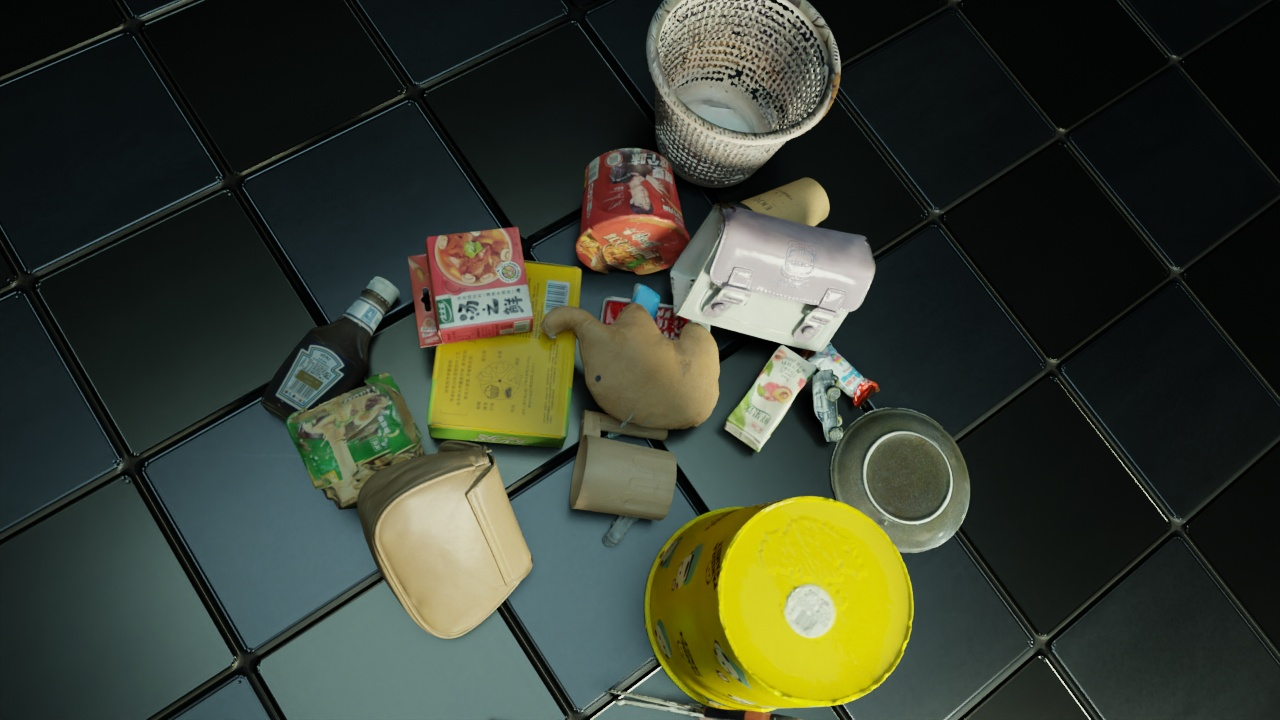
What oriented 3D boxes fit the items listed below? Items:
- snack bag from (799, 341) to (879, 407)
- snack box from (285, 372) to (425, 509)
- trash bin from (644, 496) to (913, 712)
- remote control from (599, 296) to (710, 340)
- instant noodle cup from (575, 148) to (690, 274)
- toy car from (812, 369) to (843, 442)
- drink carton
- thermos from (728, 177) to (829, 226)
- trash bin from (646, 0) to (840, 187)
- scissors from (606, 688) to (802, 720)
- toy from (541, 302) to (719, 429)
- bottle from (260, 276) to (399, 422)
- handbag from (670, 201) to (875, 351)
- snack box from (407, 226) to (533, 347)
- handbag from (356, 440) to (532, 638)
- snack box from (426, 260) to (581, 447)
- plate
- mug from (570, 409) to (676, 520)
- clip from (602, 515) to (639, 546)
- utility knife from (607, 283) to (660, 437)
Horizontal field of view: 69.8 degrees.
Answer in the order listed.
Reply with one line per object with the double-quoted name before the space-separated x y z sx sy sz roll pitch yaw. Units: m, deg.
"snack bag" 0.248 0.013 1.139 0.105 0.026 0.045 43 75 7
"snack box" -0.297 0.098 0.988 0.118 0.106 0.117 -25 77 -16
"trash bin" 0.138 0.247 0.932 0.229 0.256 0.229 3 73 -9
"remote control" 0.018 -0.044 1.124 0.136 0.020 0.055 8 72 -6
"instant noodle cup" -0.011 -0.182 1.106 0.138 0.138 0.108 0 67 -9
"toy car" 0.225 0.055 1.099 0.034 0.042 0.091 -7 113 10
"drink carton" 0.155 0.046 1.104 0.053 0.046 0.122 34 69 12
"thermos" 0.166 -0.175 1.154 0.143 0.093 0.093 -31 80 -23
"trash bin" 0.106 -0.321 1.128 0.227 0.192 0.227 2 73 -8
"scissors" 0.076 0.368 0.952 0.226 0.189 0.015 24 62 -24
"toy" -0.006 0.006 1.040 0.225 0.083 0.143 16 64 -28
"bottle" -0.344 -0.011 1.046 0.080 0.044 0.194 31 71 1
"handbag" 0.153 -0.097 1.071 0.197 0.145 0.098 12 43 -18
"snack box" -0.189 -0.082 1.016 0.127 0.044 0.113 -9 74 -10
"handbag" -0.200 0.179 0.943 0.147 0.205 0.100 -27 38 -20
"snack box" -0.156 -0.010 1.060 0.157 0.070 0.209 6 73 -7
"plate" 0.321 0.142 1.114 0.179 0.024 0.179 2 73 -9
"mug" -0.019 0.118 1.042 0.103 0.084 0.124 12 49 -11
"clip" -0.021 0.187 1.049 0.024 0.026 0.056 39 62 2
"utility knife" -0.011 0.002 1.093 0.034 0.018 0.187 14 85 -9
